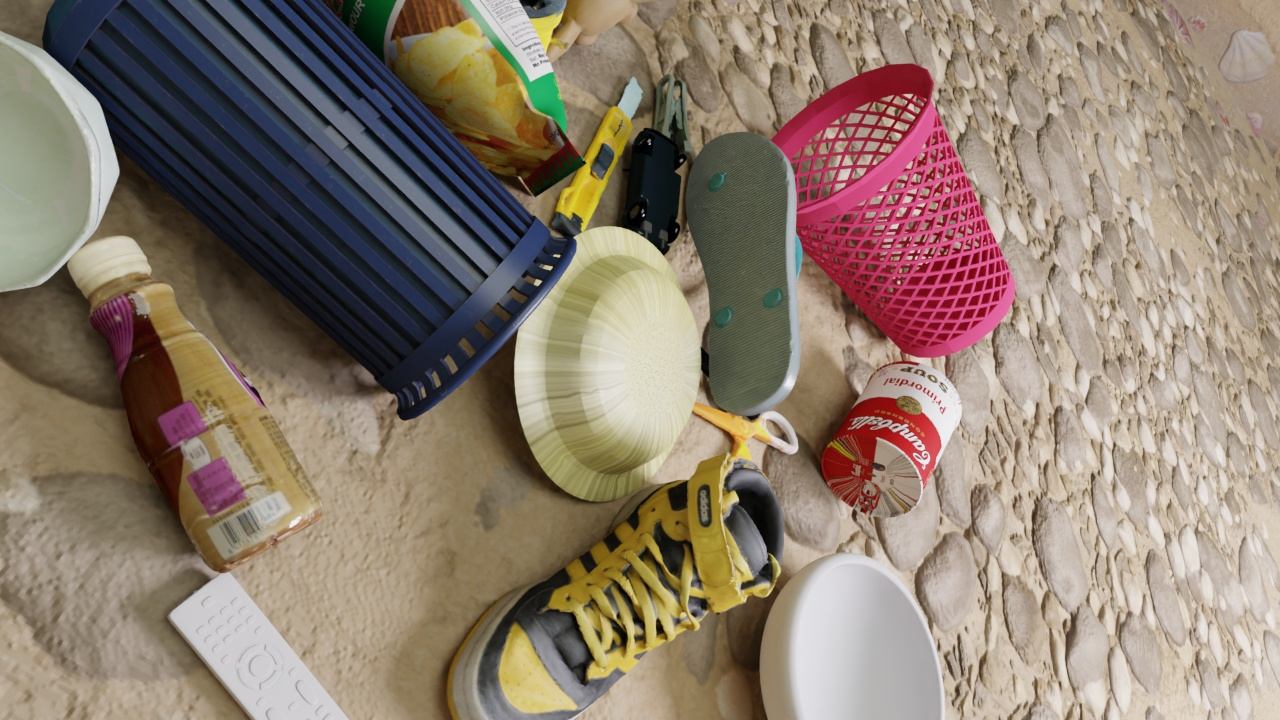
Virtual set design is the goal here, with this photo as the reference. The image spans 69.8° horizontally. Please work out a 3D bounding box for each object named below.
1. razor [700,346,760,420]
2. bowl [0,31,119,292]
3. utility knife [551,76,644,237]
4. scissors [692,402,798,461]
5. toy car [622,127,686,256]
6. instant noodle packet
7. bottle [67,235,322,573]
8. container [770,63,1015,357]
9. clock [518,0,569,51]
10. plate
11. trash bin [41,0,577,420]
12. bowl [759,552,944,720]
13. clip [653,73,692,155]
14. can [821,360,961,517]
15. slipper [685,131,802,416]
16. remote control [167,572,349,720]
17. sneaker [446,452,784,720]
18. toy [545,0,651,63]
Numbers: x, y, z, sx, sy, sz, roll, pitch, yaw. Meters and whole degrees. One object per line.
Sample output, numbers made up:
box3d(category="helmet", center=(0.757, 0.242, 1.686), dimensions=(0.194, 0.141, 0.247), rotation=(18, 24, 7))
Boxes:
box3d(category="razor", center=(0.042, -0.004, 0.704), dimensions=(0.144, 0.022, 0.042), rotation=(41, 50, -15))
box3d(category="bowl", center=(-0.288, -0.092, 0.406), dimensions=(0.117, 0.117, 0.061), rotation=(45, 11, -18))
box3d(category="utility knife", center=(-0.030, -0.165, 0.726), dimensions=(0.030, 0.018, 0.190), rotation=(45, 44, -30))
box3d(category="scissors", center=(0.084, 0.055, 0.731), dimensions=(0.127, 0.011, 0.125), rotation=(-5, 73, -43))
box3d(category="toy car", center=(0.009, -0.133, 0.729), dimensions=(0.046, 0.034, 0.112), rotation=(24, 58, -32))
box3d(category="instant noodle packet", center=(-0.130, -0.207, 0.548), dimensions=(0.090, 0.196, 0.253), rotation=(-41, 103, -8))
box3d(category="bottle", center=(-0.219, 0.018, 0.442), dimensions=(0.059, 0.060, 0.166), rotation=(-31, 92, -45))
box3d(category="container", center=(0.235, -0.121, 0.843), dimensions=(0.226, 0.184, 0.182), rotation=(46, 47, -28))
box3d(category="clock", center=(-0.108, -0.255, 0.654), dimensions=(0.119, 0.057, 0.083), rotation=(38, 49, 8))
box3d(category="plate", center=(-0.004, 0.003, 0.610), dimensions=(0.184, 0.036, 0.184), rotation=(-5, 96, -51))
box3d(category="trash bin", center=(-0.169, -0.102, 0.486), dimensions=(0.249, 0.140, 0.138), rotation=(45, 48, -16))
box3d(category="bowl", center=(0.143, 0.233, 0.668), dimensions=(0.176, 0.066, 0.176), rotation=(18, 61, -36))
box3d(category="clip", center=(0.020, -0.212, 0.784), dimensions=(0.050, 0.023, 0.078), rotation=(1, 73, -43))
box3d(category="can", center=(0.218, 0.066, 0.795), dimensions=(0.086, 0.087, 0.116), rotation=(54, 46, -10))
box3d(category="slipper", center=(0.094, -0.075, 0.721), dimensions=(0.054, 0.098, 0.268), rotation=(30, 44, -39))
box3d(category="remote control", center=(-0.177, 0.164, 0.449), dimensions=(0.131, 0.012, 0.033), rotation=(55, 43, -9))
box3d(category="sneaker", center=(0.002, 0.137, 0.545), dimensions=(0.237, 0.122, 0.086), rotation=(-37, 96, -46))
box3d(category="toy", center=(-0.046, -0.300, 0.718), dimensions=(0.108, 0.134, 0.105), rotation=(61, 4, -1))
